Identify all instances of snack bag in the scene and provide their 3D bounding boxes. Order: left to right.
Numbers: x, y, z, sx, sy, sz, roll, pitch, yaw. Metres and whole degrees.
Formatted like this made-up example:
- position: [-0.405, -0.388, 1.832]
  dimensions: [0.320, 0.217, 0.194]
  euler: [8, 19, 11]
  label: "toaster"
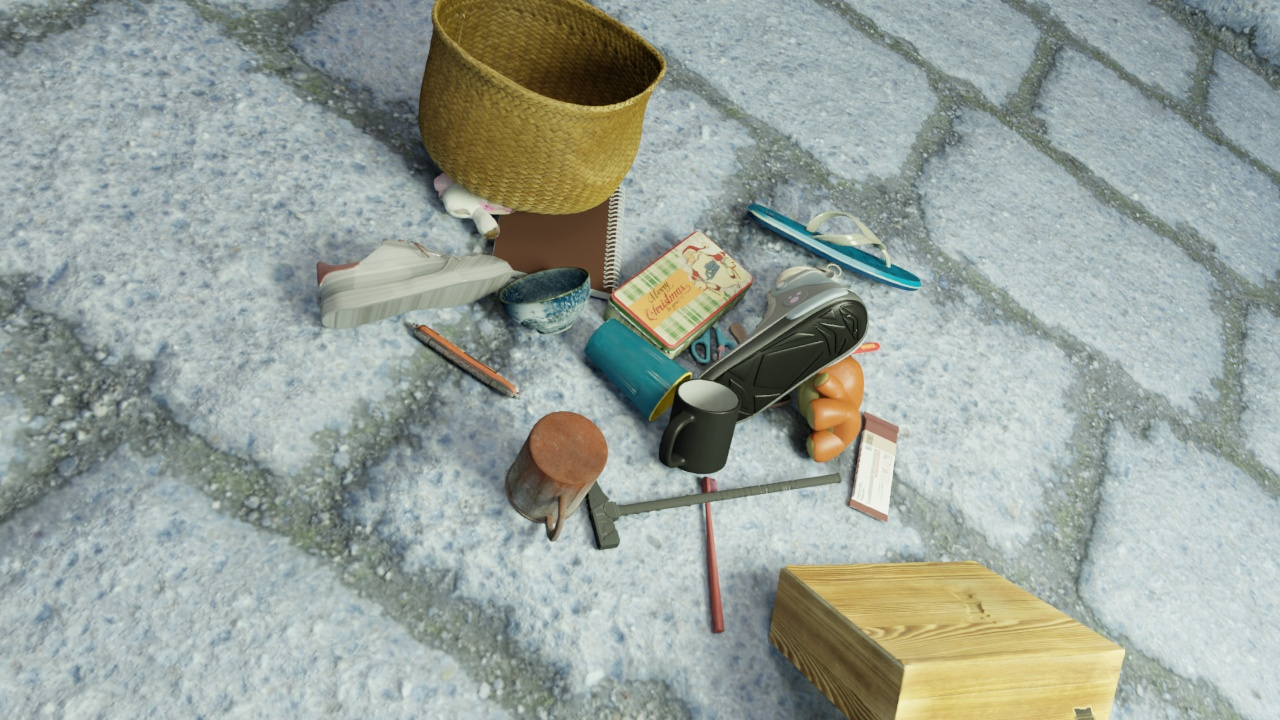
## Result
- position: [0.313, 0.139, 1.221]
  dimensions: [0.057, 0.013, 0.157]
  euler: [23, 51, -5]
  label: "snack bag"

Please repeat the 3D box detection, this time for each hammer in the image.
- position: [0.093, 0.155, 1.091]
  dimensions: [0.324, 0.015, 0.095]
  euler: [-5, 58, -20]
  label: "hammer"

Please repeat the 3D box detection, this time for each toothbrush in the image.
- position: [0.086, 0.221, 1.064]
  dimensions: [0.016, 0.016, 0.189]
  euler: [13, 53, -21]
  label: "toothbrush"
- position: [0.264, -0.012, 1.291]
  dimensions: [0.212, 0.018, 0.012]
  euler: [-8, 56, -32]
  label: "toothbrush"

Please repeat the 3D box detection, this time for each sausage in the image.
- position: [-0.206, 0.001, 1.084]
  dimensions: [0.155, 0.020, 0.020]
  euler: [33, 51, 0]
  label: "sausage"

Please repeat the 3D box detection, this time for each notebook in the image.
- position: [-0.107, -0.185, 1.254]
  dimensions: [0.171, 0.022, 0.208]
  euler: [13, 54, -14]
  label: "notebook"

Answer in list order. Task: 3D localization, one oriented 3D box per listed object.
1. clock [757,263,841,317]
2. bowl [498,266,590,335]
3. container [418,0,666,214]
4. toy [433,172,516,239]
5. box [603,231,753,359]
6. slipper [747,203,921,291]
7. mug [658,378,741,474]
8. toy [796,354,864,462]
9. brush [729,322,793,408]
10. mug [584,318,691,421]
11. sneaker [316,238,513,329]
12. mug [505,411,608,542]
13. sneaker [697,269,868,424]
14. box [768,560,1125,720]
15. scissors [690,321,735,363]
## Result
- position: [0.243, -0.088, 1.317]
  dimensions: [0.103, 0.061, 0.156]
  euler: [38, 58, 9]
  label: "clock"
- position: [-0.114, -0.068, 1.136]
  dimensions: [0.114, 0.061, 0.114]
  euler: [-10, 24, 4]
  label: "bowl"
- position: [-0.142, -0.338, 1.203]
  dimensions: [0.307, 0.197, 0.306]
  euler: [14, 40, -13]
  label: "container"
- position: [-0.222, -0.210, 1.208]
  dimensions: [0.122, 0.038, 0.079]
  euler: [34, 55, 12]
  label: "toy"
- position: [0.055, -0.087, 1.234]
  dimensions: [0.117, 0.051, 0.204]
  euler: [41, 52, 14]
  label: "box"
- position: [0.302, -0.183, 1.383]
  dimensions: [0.295, 0.060, 0.118]
  euler: [24, 24, -4]
  label: "slipper"
- position: [0.062, 0.083, 1.081]
  dimensions: [0.078, 0.088, 0.113]
  euler: [28, 33, 30]
  label: "mug"
- position: [0.252, 0.045, 1.202]
  dimensions: [0.096, 0.112, 0.175]
  euler: [12, 44, 24]
  label: "toy"
- position: [0.160, 0.002, 1.247]
  dimensions: [0.049, 0.015, 0.135]
  euler: [-14, 64, -32]
  label: "brush"
- position: [-0.007, 0.007, 1.136]
  dimensions: [0.121, 0.078, 0.078]
  euler: [41, 51, 13]
  label: "mug"
- position: [-0.268, -0.108, 1.081]
  dimensions: [0.235, 0.099, 0.089]
  euler: [-15, 79, -29]
  label: "sneaker"
- position: [-0.090, 0.130, 0.992]
  dimensions: [0.096, 0.110, 0.122]
  euler: [2, 57, -17]
  label: "mug"
- position: [0.159, -0.027, 1.193]
  dimensions: [0.093, 0.257, 0.160]
  euler: [55, 5, -29]
  label: "sneaker"
- position: [0.310, 0.419, 0.965]
  dimensions: [0.278, 0.286, 0.336]
  euler: [5, 98, -22]
  label: "box"
- position: [0.090, -0.046, 1.255]
  dimensions: [0.076, 0.015, 0.141]
  euler: [1, 51, -21]
  label: "scissors"
